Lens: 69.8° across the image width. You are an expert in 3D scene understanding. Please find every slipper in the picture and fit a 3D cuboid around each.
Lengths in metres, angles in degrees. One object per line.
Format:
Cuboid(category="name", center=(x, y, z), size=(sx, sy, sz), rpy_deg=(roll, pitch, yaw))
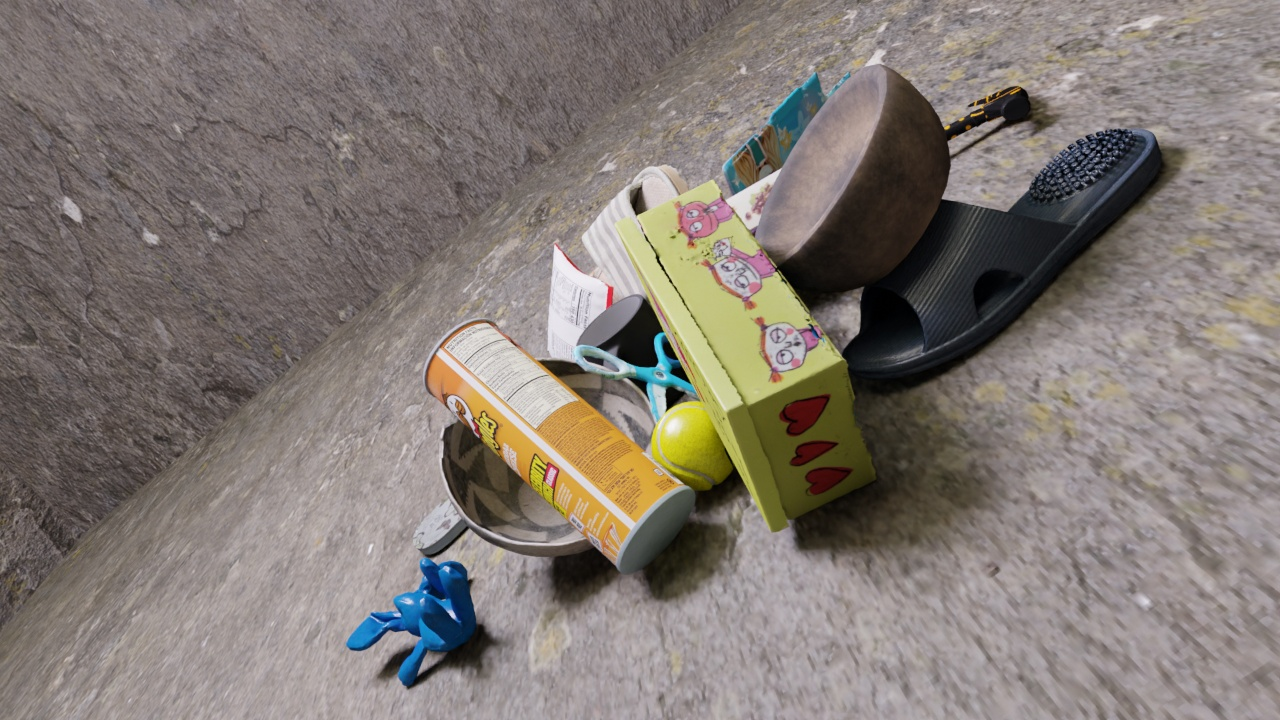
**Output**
Cuboid(category="slipper", center=(-0.017, -0.089, 0.944), size=(0.053, 0.114, 0.273), rpy_deg=(-22, -21, -32))
Cuboid(category="slipper", center=(0.238, -0.090, 0.631), size=(0.263, 0.082, 0.101), rpy_deg=(-40, 22, -1))
Cuboid(category="slipper", center=(-0.149, 0.090, 0.973), size=(0.268, 0.055, 0.098), rpy_deg=(-50, 26, -24))

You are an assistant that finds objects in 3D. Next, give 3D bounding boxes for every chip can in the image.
Cuboid(category="chip can", center=(-0.064, 0.057, 0.673), size=(0.215, 0.075, 0.075), rpy_deg=(38, 74, 25))

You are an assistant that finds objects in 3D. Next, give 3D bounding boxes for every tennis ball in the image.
Cuboid(category="tennis ball", center=(0.040, 0.063, 0.675), size=(0.065, 0.065, 0.065), rpy_deg=(-34, 21, 15))

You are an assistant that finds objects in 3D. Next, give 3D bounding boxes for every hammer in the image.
Cuboid(category="hammer", center=(0.212, -0.176, 0.885), size=(0.321, 0.036, 0.123), rpy_deg=(-26, 12, 20))

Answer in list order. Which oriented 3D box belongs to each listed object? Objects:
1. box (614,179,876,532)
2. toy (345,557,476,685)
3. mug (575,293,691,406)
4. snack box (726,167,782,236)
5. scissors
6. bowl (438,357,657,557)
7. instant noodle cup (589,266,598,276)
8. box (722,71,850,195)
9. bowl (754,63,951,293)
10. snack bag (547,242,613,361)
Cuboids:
Cuboid(category="box", center=(0.064, -0.010, 0.606), size=(0.083, 0.124, 0.220), rpy_deg=(-24, 43, 2))
Cuboid(category="toy", center=(-0.170, 0.203, 0.754), size=(0.112, 0.071, 0.177), rpy_deg=(-50, 12, -32))
Cuboid(category="mug", center=(-0.005, 0.005, 0.844), size=(0.078, 0.088, 0.113), rpy_deg=(-31, 22, 23))
Cuboid(category="snack box", center=(0.115, -0.111, 0.824), size=(0.144, 0.040, 0.147), rpy_deg=(-26, -19, 31))
Cuboid(category="scissors", center=(0.010, 0.007, 0.772), size=(0.139, 0.134, 0.011), rpy_deg=(-69, 2, -59))
Cuboid(category="bowl", center=(-0.070, 0.089, 0.747), size=(0.178, 0.081, 0.178), rpy_deg=(-1, 52, 1))
Cuboid(category="instant noodle cup", center=(-0.011, -0.089, 1.062), size=(0.109, 0.097, 0.097), rpy_deg=(-28, 22, 50))
Cuboid(category="box", center=(0.169, -0.212, 1.011), size=(0.226, 0.086, 0.170), rpy_deg=(-48, -13, -22))
Cuboid(category="bowl", center=(0.152, -0.119, 0.648), size=(0.162, 0.070, 0.162), rpy_deg=(-58, 14, 23))
Cuboid(category="snack bag", center=(-0.069, -0.041, 0.969), size=(0.039, 0.131, 0.144), rpy_deg=(-7, 28, -27))
